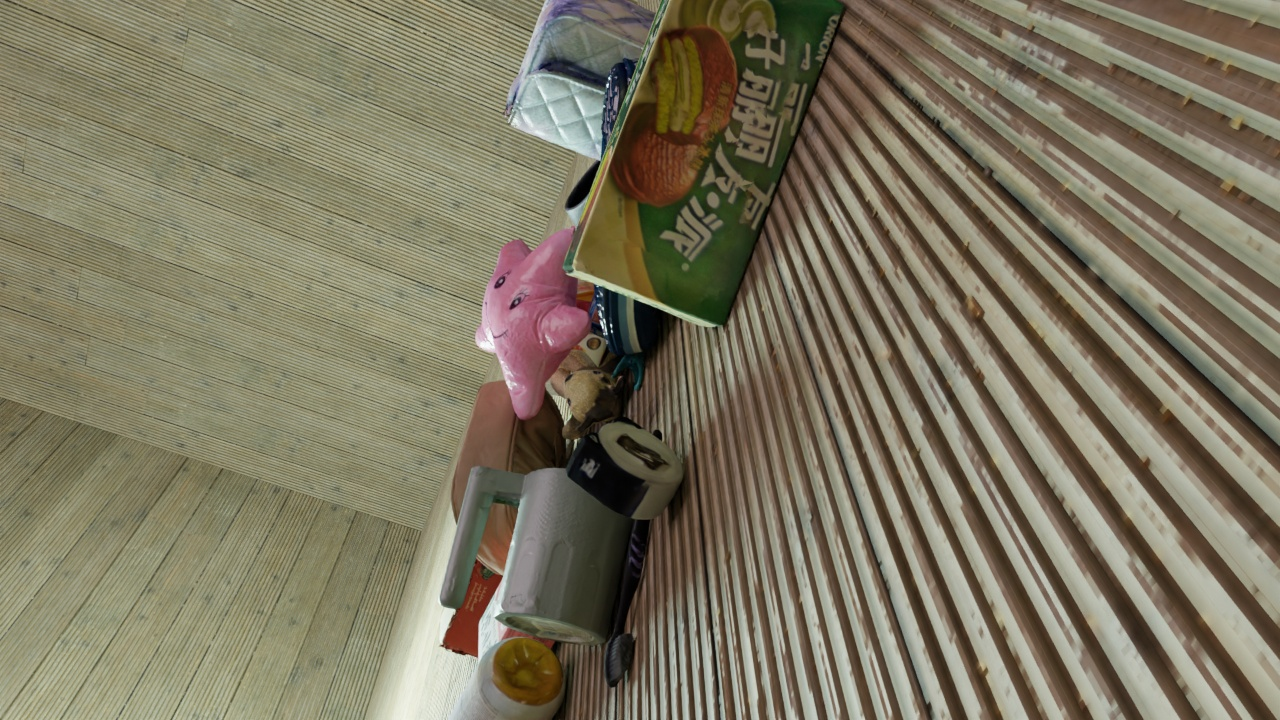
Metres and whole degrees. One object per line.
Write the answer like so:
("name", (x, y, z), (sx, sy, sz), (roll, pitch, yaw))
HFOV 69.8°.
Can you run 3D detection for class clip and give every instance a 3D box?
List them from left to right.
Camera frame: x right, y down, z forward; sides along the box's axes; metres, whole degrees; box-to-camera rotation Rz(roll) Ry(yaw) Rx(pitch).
("clip", (-0.007, 0.003, 0.818), (0.013, 0.038, 0.055), (-58, 7, 42))

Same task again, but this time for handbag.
("handbag", (-0.119, 0.113, 0.919), (0.204, 0.100, 0.148), (-86, -17, -49))
("handbag", (-0.009, -0.223, 0.779), (0.134, 0.194, 0.075), (125, 159, -50))

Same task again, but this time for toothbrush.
("toothbrush", (-0.001, 0.122, 0.607), (0.017, 0.014, 0.188), (-45, 26, 47))

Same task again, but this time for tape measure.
("tape measure", (-0.006, 0.070, 0.591), (0.034, 0.066, 0.065), (-61, -13, 23))

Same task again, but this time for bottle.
("bottle", (-0.118, 0.290, 0.714), (0.067, 0.068, 0.190), (-85, 20, -53))

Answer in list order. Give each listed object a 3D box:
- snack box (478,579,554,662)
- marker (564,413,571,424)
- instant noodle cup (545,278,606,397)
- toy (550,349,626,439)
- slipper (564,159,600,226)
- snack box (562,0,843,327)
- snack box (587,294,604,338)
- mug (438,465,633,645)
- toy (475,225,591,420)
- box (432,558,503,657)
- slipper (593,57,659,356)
("snack box", (-0.098, 0.208, 0.796), (0.113, 0.044, 0.127), (-63, 14, 7))
("marker", (-0.093, 0.095, 1.067), (0.124, 0.015, 0.018), (-59, 16, 30))
("instant noodle cup", (-0.083, -0.031, 1.023), (0.116, 0.116, 0.124), (-93, 13, -62))
("toy", (-0.056, 0.023, 0.891), (0.105, 0.066, 0.157), (-52, 20, -1))
("slipper", (-0.032, -0.194, 1.000), (0.269, 0.083, 0.110), (100, -169, -59))
("snack box", (0.040, -0.153, 0.636), (0.063, 0.114, 0.240), (-155, 86, -77))
("snack box", (0.005, -0.117, 0.879), (0.058, 0.057, 0.207), (167, 122, -80))
("mug", (-0.072, 0.135, 0.646), (0.084, 0.124, 0.103), (94, -173, -63))
("toy", (-0.104, -0.058, 0.891), (0.179, 0.074, 0.194), (-59, 39, 21))
("box", (-0.177, 0.241, 1.036), (0.091, 0.079, 0.168), (-145, 77, -77))
("slipper", (0.008, -0.122, 0.755), (0.105, 0.095, 0.253), (-95, 7, -53))
